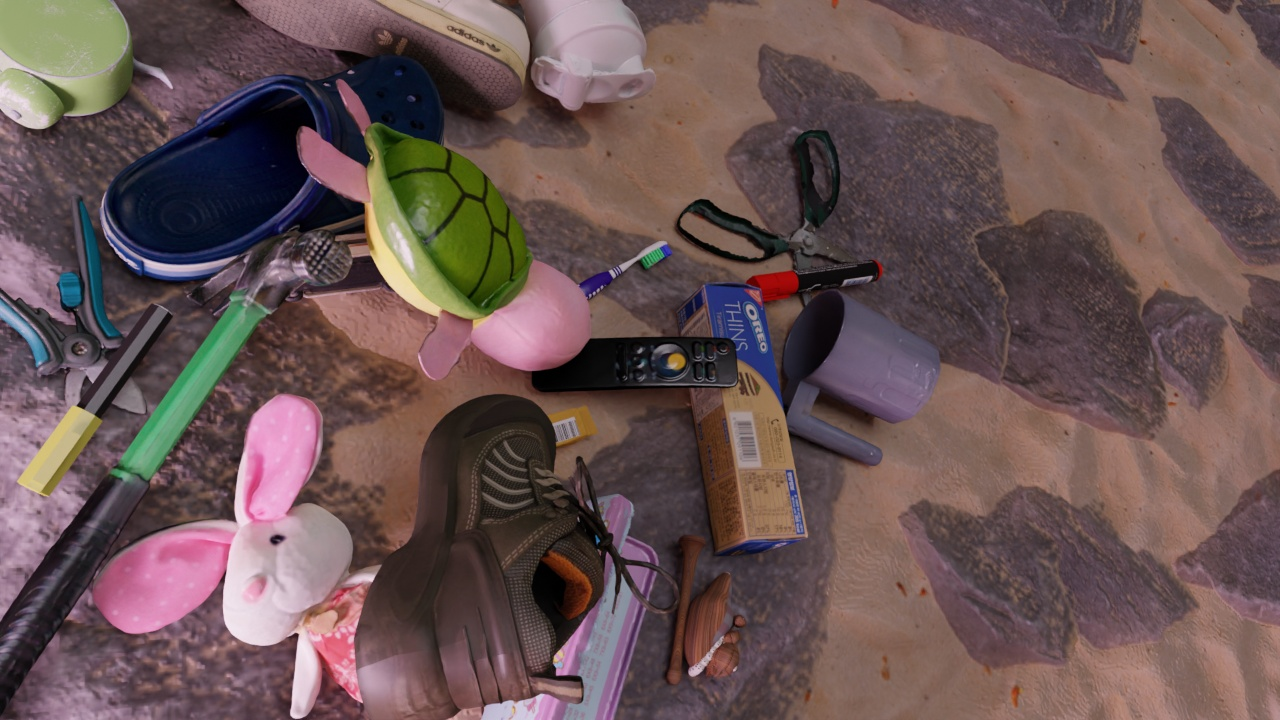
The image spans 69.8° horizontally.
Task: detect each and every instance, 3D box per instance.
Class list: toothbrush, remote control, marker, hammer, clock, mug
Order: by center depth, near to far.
[{"bbox_3d":[-0.277,0.061,0.503,0.032,0.130,0.318,44,62,-38],"label":"hammer"},{"bbox_3d":[-0.313,0.020,0.532,0.017,0.021,0.123,37,63,-27],"label":"marker"},{"bbox_3d":[-0.382,-0.201,0.593,0.119,0.043,0.094,-35,86,-34],"label":"clock"},{"bbox_3d":[-0.004,0.004,0.678,0.152,0.020,0.041,-1,67,-2],"label":"remote control"},{"bbox_3d":[-0.042,-0.055,0.721,0.186,0.015,0.016,-32,90,-34],"label":"toothbrush"},{"bbox_3d":[0.179,0.017,0.773,0.104,0.084,0.124,24,83,-19],"label":"mug"},{"bbox_3d":[0.158,-0.072,0.818,0.144,0.021,0.023,-10,112,-29],"label":"marker"}]

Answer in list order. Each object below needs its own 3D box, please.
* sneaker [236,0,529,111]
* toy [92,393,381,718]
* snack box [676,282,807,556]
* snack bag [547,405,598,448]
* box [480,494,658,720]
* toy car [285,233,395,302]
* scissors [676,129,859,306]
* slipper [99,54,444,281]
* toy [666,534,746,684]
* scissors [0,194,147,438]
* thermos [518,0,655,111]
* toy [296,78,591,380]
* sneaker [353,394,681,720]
[{"bbox_3d":[-0.192,-0.282,0.693,0.241,0.089,0.102,21,66,-17],"label":"sneaker"},{"bbox_3d":[-0.187,0.134,0.519,0.159,0.084,0.194,-44,95,-6],"label":"toy"},{"bbox_3d":[0.077,0.043,0.714,0.057,0.056,0.206,2,68,-24],"label":"snack box"},{"bbox_3d":[-0.077,0.056,0.651,0.099,0.020,0.026,-17,85,-32],"label":"snack bag"},{"bbox_3d":[-0.040,0.191,0.566,0.089,0.093,0.213,28,58,-14],"label":"box"},{"bbox_3d":[-0.202,-0.068,0.633,0.113,0.039,0.039,-10,53,-30],"label":"toy car"},{"bbox_3d":[0.123,-0.142,0.843,0.201,0.015,0.201,12,66,-23],"label":"scissors"},{"bbox_3d":[-0.229,-0.136,0.615,0.252,0.095,0.105,-38,86,-31],"label":"slipper"},{"bbox_3d":[0.048,0.179,0.649,0.055,0.042,0.101,9,71,1],"label":"toy"},{"bbox_3d":[-0.351,-0.032,0.542,0.124,0.019,0.155,11,70,-29],"label":"scissors"},{"bbox_3d":[-0.068,-0.316,0.782,0.099,0.100,0.220,-10,69,-30],"label":"thermos"},{"bbox_3d":[-0.119,-0.072,0.589,0.238,0.088,0.189,49,19,-34],"label":"toy"},{"bbox_3d":[-0.052,0.093,0.511,0.143,0.101,0.237,-2,33,9],"label":"sneaker"}]
